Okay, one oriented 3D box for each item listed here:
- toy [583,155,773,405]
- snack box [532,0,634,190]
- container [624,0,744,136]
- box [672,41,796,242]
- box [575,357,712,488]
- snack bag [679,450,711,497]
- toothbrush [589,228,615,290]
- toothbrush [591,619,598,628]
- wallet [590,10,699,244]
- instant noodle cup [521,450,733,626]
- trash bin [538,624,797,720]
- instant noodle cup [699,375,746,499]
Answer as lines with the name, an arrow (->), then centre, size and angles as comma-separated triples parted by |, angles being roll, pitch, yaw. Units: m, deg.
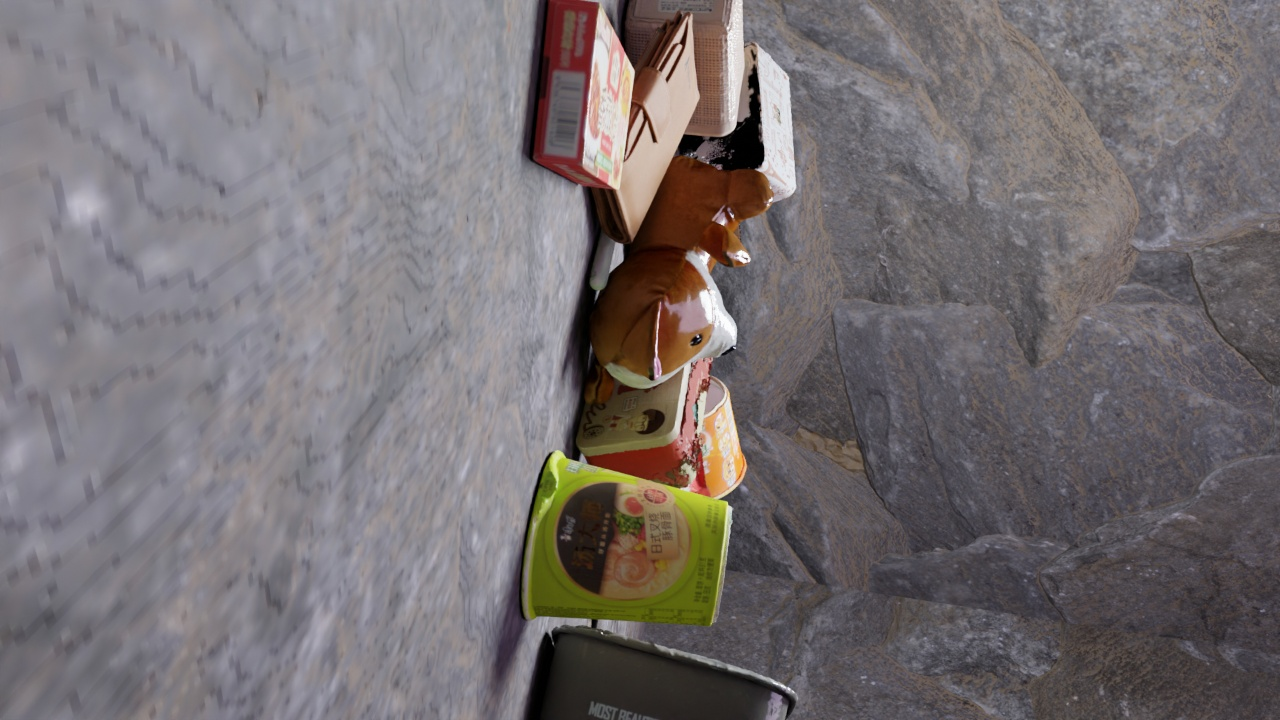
toy -> 0.026, -0.057, 0.712 | 0.199, 0.130, 0.140 | -61, -172, -27
snack box -> -0.027, -0.135, 0.491 | 0.152, 0.025, 0.075 | -49, 147, -82
container -> 0.034, -0.246, 0.711 | 0.111, 0.090, 0.089 | 81, 18, -65
box -> 0.128, -0.246, 1.126 | 0.205, 0.158, 0.180 | 32, 51, -51
box -> 0.013, 0.032, 0.768 | 0.168, 0.091, 0.077 | -78, 151, -45
snack bag -> 0.010, 0.118, 0.919 | 0.073, 0.128, 0.208 | 53, -14, 31
toothbrush -> -0.016, -0.124, 0.710 | 0.029, 0.020, 0.189 | -28, -143, 38
toothbrush -> -0.047, 0.257, 1.036 | 0.017, 0.014, 0.188 | 53, 43, -66
wallet -> 0.005, -0.160, 0.637 | 0.108, 0.031, 0.131 | 74, 38, -69
instant noodle cup -> -0.005, 0.122, 0.600 | 0.111, 0.123, 0.111 | 10, 88, -85
trash bin -> -0.002, 0.346, 0.704 | 0.199, 0.199, 0.219 | 88, 18, -60
instant noodle cup -> 0.050, 0.088, 1.113 | 0.151, 0.151, 0.111 | -75, 160, -59
